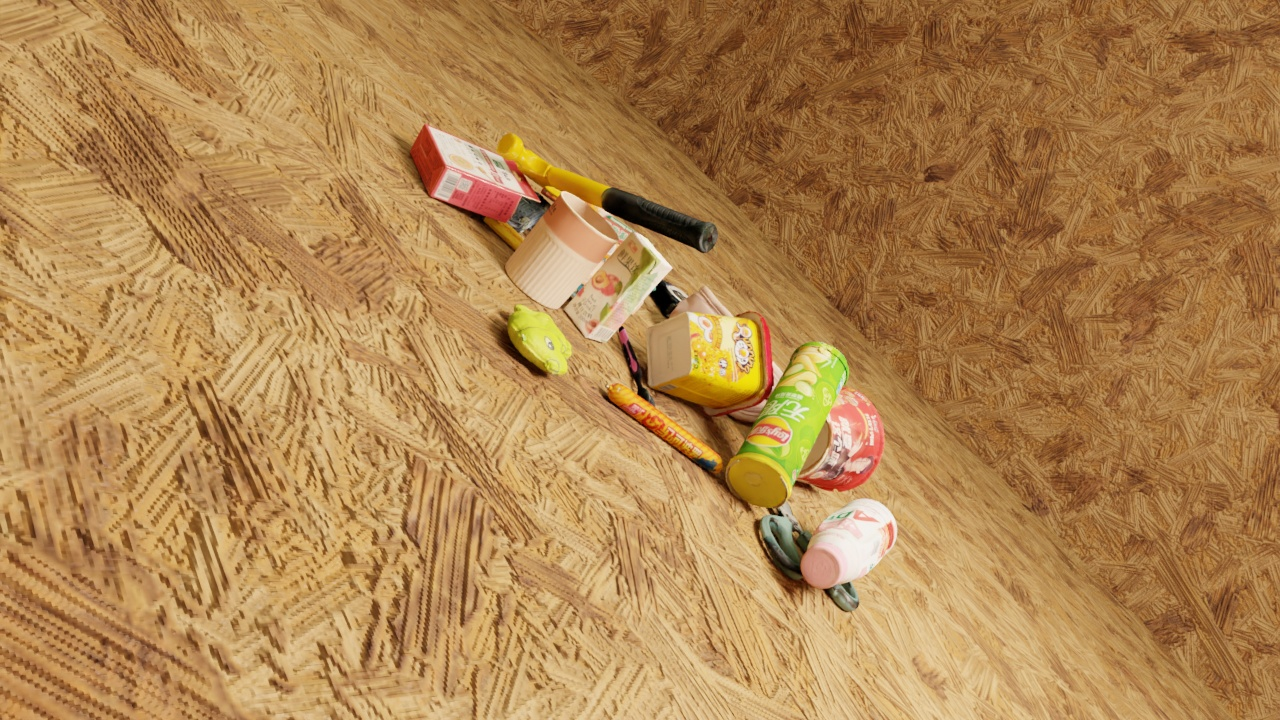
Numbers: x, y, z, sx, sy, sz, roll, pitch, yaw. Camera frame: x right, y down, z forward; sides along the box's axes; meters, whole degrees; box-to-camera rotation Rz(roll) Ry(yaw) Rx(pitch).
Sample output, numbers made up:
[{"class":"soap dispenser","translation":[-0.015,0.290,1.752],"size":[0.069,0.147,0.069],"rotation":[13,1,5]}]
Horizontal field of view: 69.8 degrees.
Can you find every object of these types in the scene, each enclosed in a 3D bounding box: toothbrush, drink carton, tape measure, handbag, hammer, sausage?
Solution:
[{"class":"toothbrush","translation":[-0.006,0.006,1.053],"size":[0.018,0.014,0.189],"rotation":[45,13,-28]},{"class":"drink carton","translation":[-0.024,-0.081,1.036],"size":[0.053,0.123,0.045],"rotation":[51,17,29]},{"class":"tape measure","translation":[0.053,-0.085,1.388],"size":[0.066,0.034,0.065],"rotation":[26,24,-38]},{"class":"handbag","translation":[0.148,0.015,1.299],"size":[0.234,0.093,0.193],"rotation":[34,16,-52]},{"class":"hammer","translation":[-0.033,-0.181,1.034],"size":[0.301,0.033,0.128],"rotation":[29,-2,38]},{"class":"sausage","translation":[0.027,0.071,0.949],"size":[0.165,0.021,0.021],"rotation":[36,17,-18]}]

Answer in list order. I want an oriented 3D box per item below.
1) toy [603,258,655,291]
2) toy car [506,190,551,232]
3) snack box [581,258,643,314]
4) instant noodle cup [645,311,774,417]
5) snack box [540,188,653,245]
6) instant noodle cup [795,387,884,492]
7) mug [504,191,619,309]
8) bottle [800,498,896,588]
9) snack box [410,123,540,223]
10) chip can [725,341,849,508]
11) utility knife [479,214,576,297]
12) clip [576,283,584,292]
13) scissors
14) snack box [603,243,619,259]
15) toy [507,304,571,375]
[{"class":"toy","translation":[-0.031,-0.133,1.328],"size":[0.096,0.030,0.092],"rotation":[11,29,-48]},{"class":"toy car","translation":[-0.155,-0.192,1.175],"size":[0.054,0.037,0.120],"rotation":[39,26,0]},{"class":"snack box","translation":[-0.068,-0.116,1.195],"size":[0.157,0.026,0.084],"rotation":[23,24,-50]},{"class":"instant noodle cup","translation":[0.077,-0.002,1.073],"size":[0.123,0.116,0.116],"rotation":[12,68,-38]},{"class":"snack box","translation":[-0.058,-0.190,1.220],"size":[0.155,0.027,0.077],"rotation":[32,3,-16]},{"class":"instant noodle cup","translation":[0.221,0.097,1.152],"size":[0.108,0.138,0.138],"rotation":[9,36,-48]},{"class":"mug","translation":[-0.083,-0.122,1.032],"size":[0.081,0.106,0.114],"rotation":[46,16,11]},{"class":"bottle","translation":[0.210,0.189,0.937],"size":[0.068,0.068,0.196],"rotation":[48,21,17]},{"class":"snack box","translation":[-0.197,-0.218,1.090],"size":[0.127,0.044,0.113],"rotation":[16,28,-36]},{"class":"chip can","translation":[0.168,0.065,1.020],"size":[0.072,0.073,0.220],"rotation":[41,48,-5]},{"class":"utility knife","translation":[-0.112,-0.112,1.100],"size":[0.216,0.015,0.033],"rotation":[42,19,0]},{"class":"clip","translation":[-0.058,-0.078,1.145],"size":[0.057,0.014,0.047],"rotation":[31,22,-32]},{"class":"scissors","translation":[0.158,0.186,0.965],"size":[0.171,0.019,0.177],"rotation":[24,26,-46]},{"class":"snack box","translation":[-0.087,-0.174,1.225],"size":[0.075,0.026,0.154],"rotation":[27,6,-26]},{"class":"toy","translation":[-0.098,-0.021,0.876],"size":[0.096,0.031,0.100],"rotation":[48,13,18]}]
